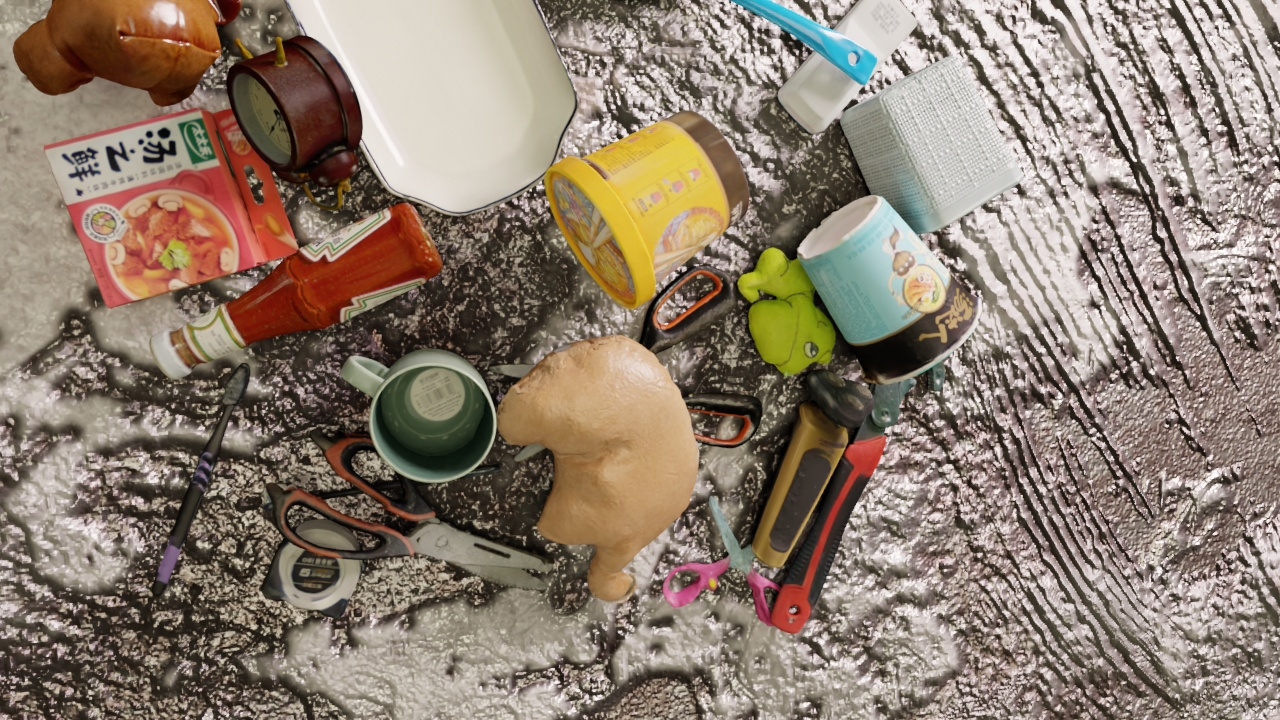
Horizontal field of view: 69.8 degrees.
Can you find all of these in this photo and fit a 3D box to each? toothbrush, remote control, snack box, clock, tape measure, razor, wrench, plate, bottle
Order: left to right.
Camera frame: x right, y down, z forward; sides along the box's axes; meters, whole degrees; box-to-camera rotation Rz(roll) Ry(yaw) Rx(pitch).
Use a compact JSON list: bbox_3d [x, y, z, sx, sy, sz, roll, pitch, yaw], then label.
[{"bbox_3d":[-0.321,-0.109,0.637,0.127,0.044,0.113,-19,101,-10],"label":"snack box"},{"bbox_3d":[-0.326,0.089,0.677,0.014,0.017,0.189,22,94,-15],"label":"toothbrush"},{"bbox_3d":[-0.245,-0.046,0.656,0.206,0.060,0.060,-27,102,-8],"label":"bottle"},{"bbox_3d":[-0.232,-0.161,0.628,0.055,0.082,0.122,-39,129,-37],"label":"clock"},{"bbox_3d":[-0.244,0.155,0.694,0.065,0.033,0.066,25,90,-17],"label":"tape measure"},{"bbox_3d":[-0.196,0.094,0.706,0.181,0.016,0.018,-6,90,-11],"label":"toothbrush"},{"bbox_3d":[-0.154,-0.237,0.663,0.162,0.034,0.266,-28,103,-7],"label":"plate"},{"bbox_3d":[0.137,0.091,0.755,0.062,0.067,0.167,23,94,-13],"label":"razor"},{"bbox_3d":[0.167,-0.243,0.740,0.049,0.024,0.125,42,86,-15],"label":"remote control"},{"bbox_3d":[0.182,0.108,0.787,0.056,0.016,0.273,29,87,-13],"label":"wrench"}]

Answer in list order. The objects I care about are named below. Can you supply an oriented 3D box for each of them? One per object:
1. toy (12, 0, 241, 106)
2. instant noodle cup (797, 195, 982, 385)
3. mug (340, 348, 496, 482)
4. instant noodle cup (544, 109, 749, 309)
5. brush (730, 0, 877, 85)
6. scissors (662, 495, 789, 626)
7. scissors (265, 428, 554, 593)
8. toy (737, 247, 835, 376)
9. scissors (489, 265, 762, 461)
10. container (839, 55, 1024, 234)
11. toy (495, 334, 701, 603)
[{"bbox_3d":[-0.335,-0.268,0.587,0.131,0.139,0.199,0,97,29],"label":"toy"},{"bbox_3d":[0.187,-0.060,0.720,0.111,0.111,0.120,-42,105,-5],"label":"instant noodle cup"},{"bbox_3d":[-0.161,0.029,0.658,0.111,0.106,0.082,30,91,-15],"label":"mug"},{"bbox_3d":[0.008,-0.117,0.677,0.114,0.118,0.118,-35,103,-14],"label":"instant noodle cup"},{"bbox_3d":[0.069,-0.279,0.697,0.254,0.046,0.083,25,88,-9],"label":"brush"},{"bbox_3d":[0.083,0.176,0.781,0.133,0.017,0.134,-32,99,-10],"label":"scissors"},{"bbox_3d":[-0.163,0.119,0.696,0.204,0.015,0.199,-17,94,-22],"label":"scissors"},{"bbox_3d":[0.119,-0.038,0.751,0.096,0.031,0.100,13,89,-17],"label":"toy"},{"bbox_3d":[0.004,0.017,0.737,0.227,0.022,0.221,36,88,-15],"label":"scissors"},{"bbox_3d":[0.226,-0.169,0.731,0.090,0.090,0.111,-31,99,-7],"label":"container"},{"bbox_3d":[-0.017,0.089,0.704,0.143,0.082,0.226,-20,110,-6],"label":"toy"}]
